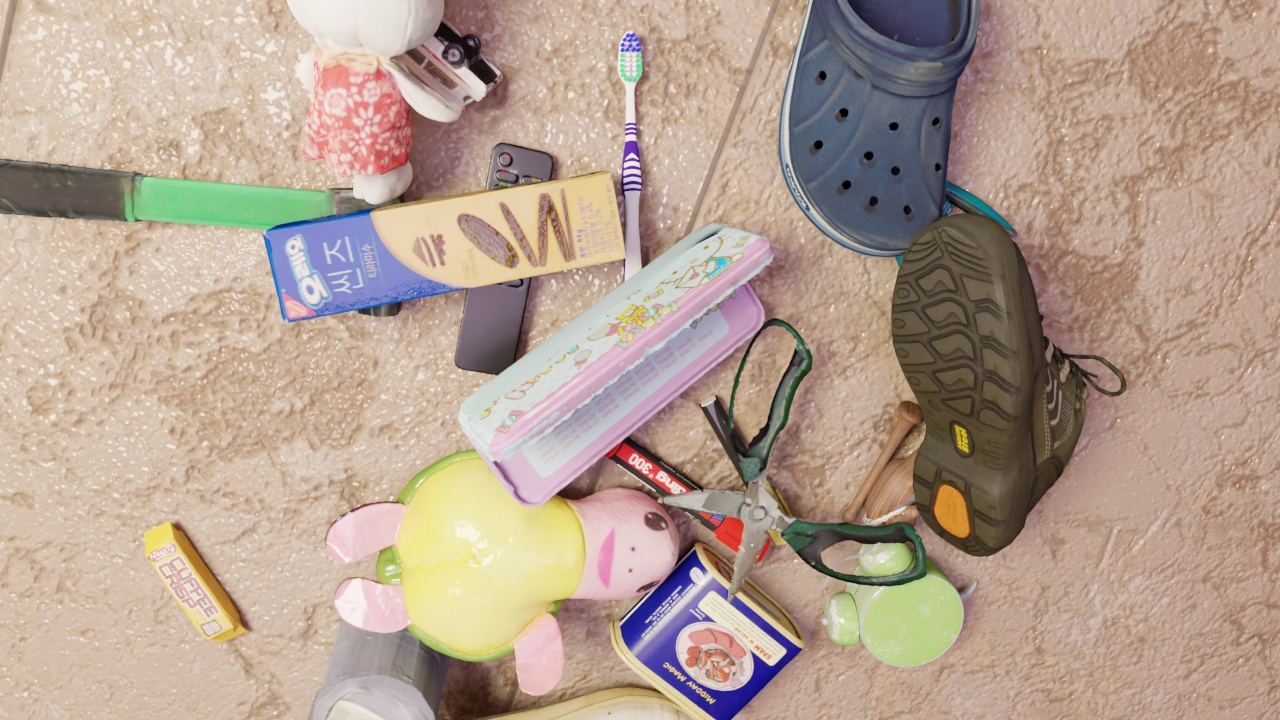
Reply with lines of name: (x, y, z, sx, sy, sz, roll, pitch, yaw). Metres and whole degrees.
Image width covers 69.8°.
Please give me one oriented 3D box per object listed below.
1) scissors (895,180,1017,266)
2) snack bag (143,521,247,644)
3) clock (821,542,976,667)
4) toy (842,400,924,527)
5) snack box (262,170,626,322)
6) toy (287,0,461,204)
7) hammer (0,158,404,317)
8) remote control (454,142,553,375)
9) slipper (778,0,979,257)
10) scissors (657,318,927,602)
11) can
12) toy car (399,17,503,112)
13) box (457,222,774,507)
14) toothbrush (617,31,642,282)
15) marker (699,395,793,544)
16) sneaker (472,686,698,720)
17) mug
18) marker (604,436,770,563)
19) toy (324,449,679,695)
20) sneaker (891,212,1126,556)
scissors: (0.187, -0.099, 0.624, 0.155, 0.019, 0.124, 12, 102, -7)
snack bag: (-0.314, 0.159, 0.646, 0.026, 0.020, 0.099, -25, 107, 0)
clock: (0.192, 0.183, 0.692, 0.119, 0.042, 0.094, 26, 101, -12)
toy: (0.189, 0.086, 0.666, 0.055, 0.041, 0.102, 28, 110, 10)
snack box: (-0.115, -0.071, 0.556, 0.206, 0.057, 0.056, -12, 106, -11)
toy: (-0.147, -0.179, 0.500, 0.159, 0.084, 0.194, 11, 117, 16)
hammer: (-0.309, -0.102, 0.568, 0.318, 0.032, 0.130, 4, 106, -6)
remote control: (-0.091, -0.065, 0.606, 0.041, 0.020, 0.152, 10, 103, -13)
slipper: (0.146, -0.189, 0.550, 0.105, 0.095, 0.253, 3, 98, -3)
scissors: (0.116, 0.077, 0.630, 0.201, 0.015, 0.202, 9, 99, -11)
can: (0.051, 0.203, 0.676, 0.116, 0.056, 0.092, 41, 97, -15)
toy car: (-0.137, -0.198, 0.556, 0.113, 0.039, 0.039, 39, 120, -14)
box: (-0.004, 0.002, 0.563, 0.214, 0.093, 0.089, -38, 106, -14)
toothbrush: (-0.006, -0.117, 0.601, 0.015, 0.016, 0.187, -2, 106, -5)
marker: (0.079, 0.079, 0.664, 0.021, 0.017, 0.124, -30, 105, 2)
sneaker: (-0.036, 0.299, 0.642, 0.241, 0.102, 0.089, 4, 102, -31)
mug: (-0.191, 0.234, 0.636, 0.124, 0.104, 0.084, -41, 107, 6)
marker: (0.033, 0.099, 0.662, 0.145, 0.023, 0.021, 37, 136, -14)
toy: (-0.089, 0.129, 0.625, 0.238, 0.088, 0.190, -6, 83, -10)
sneaker: (0.250, 0.005, 0.594, 0.142, 0.101, 0.238, -28, 123, -23)
